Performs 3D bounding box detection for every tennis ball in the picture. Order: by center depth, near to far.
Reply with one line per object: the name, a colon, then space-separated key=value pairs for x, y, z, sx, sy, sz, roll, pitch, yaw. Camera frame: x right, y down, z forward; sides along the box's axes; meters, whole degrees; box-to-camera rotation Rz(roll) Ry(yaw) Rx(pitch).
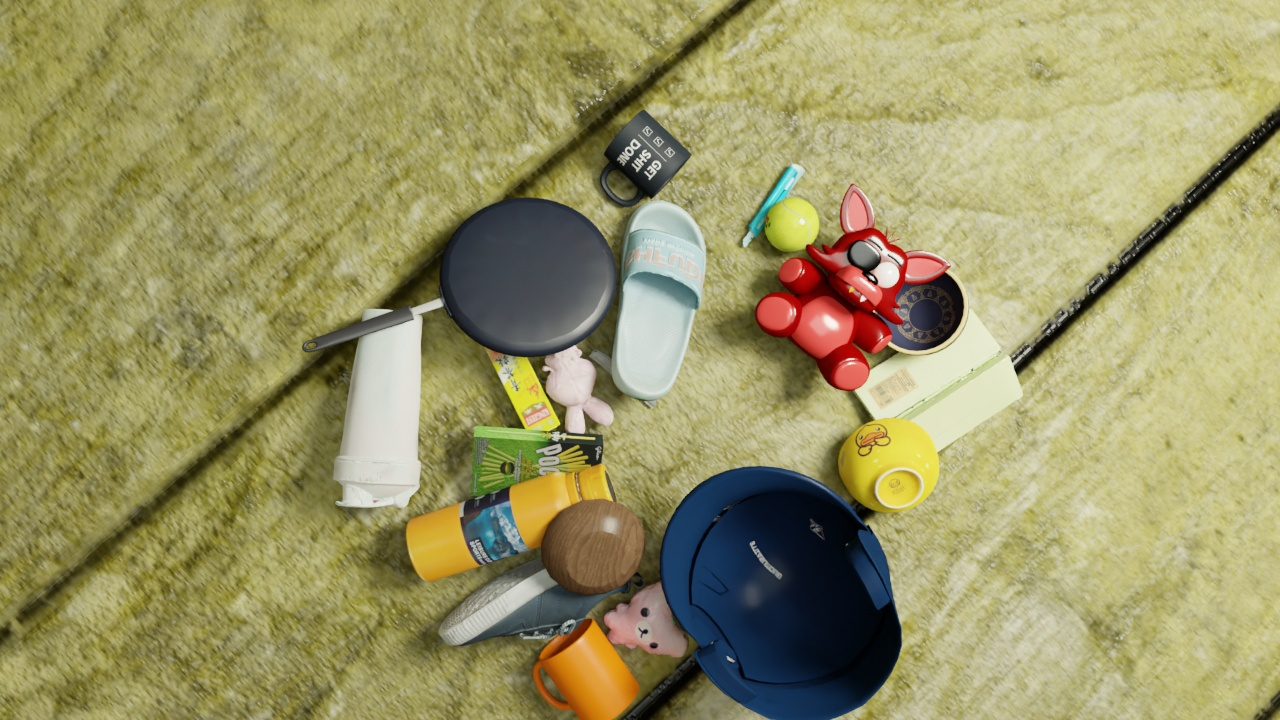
tennis ball: x=0.183 y=-0.163 z=1.106 sx=0.065 sy=0.065 sz=0.065 roll=0 pitch=89 yaw=-7

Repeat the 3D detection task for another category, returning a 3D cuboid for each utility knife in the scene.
utility knife: x=0.161 y=-0.190 z=1.131 sx=0.022 sy=0.015 sz=0.123 roll=36 pitch=87 yaw=-35

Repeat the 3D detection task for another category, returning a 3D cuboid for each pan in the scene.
pan: x=-0.198 y=-0.072 z=1.018 sx=0.356 sy=0.021 sz=0.198 roll=-20 pitch=72 yaw=-12

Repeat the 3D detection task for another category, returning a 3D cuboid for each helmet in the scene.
helmet: x=0.148 y=0.235 z=1.016 sx=0.232 sy=0.223 sz=0.272 roll=-39 pitch=103 yaw=8

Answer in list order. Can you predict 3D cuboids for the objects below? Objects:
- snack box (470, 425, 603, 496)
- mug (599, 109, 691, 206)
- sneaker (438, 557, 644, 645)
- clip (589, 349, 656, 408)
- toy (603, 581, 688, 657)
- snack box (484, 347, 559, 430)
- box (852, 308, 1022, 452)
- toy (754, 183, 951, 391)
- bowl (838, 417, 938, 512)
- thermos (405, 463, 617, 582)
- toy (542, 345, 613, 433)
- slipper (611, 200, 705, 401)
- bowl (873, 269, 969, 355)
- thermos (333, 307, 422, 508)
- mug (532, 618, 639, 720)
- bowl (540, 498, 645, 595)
snack box: x=-0.121 y=0.122 z=1.071 sx=0.147 sy=0.025 sz=0.080 roll=5 pitch=115 yaw=-6
mug: x=-0.002 y=-0.232 z=1.091 sx=0.077 sy=0.071 sz=0.105 roll=43 pitch=112 yaw=-4
sneaker: x=-0.112 y=0.281 z=1.059 sx=0.235 sy=0.089 sz=0.087 roll=-24 pitch=96 yaw=-10
clip: x=-0.007 y=0.007 z=1.101 sx=0.101 sy=0.040 sz=0.054 roll=39 pitch=98 yaw=-5
toy: x=0.004 y=0.310 z=1.085 sx=0.096 sy=0.052 sz=0.099 roll=-11 pitch=103 yaw=5
snack box: x=-0.145 y=0.019 z=1.085 sx=0.040 sy=0.029 sz=0.148 roll=-27 pitch=92 yaw=-6
box: x=0.370 y=0.036 z=1.137 sx=0.187 sy=0.047 sz=0.141 roll=-30 pitch=90 yaw=-6
toy: x=0.244 y=-0.081 z=1.072 sx=0.158 sy=0.120 sz=0.197 roll=39 pitch=97 yaw=-2
bowl: x=0.300 y=0.134 z=1.091 sx=0.117 sy=0.067 sz=0.117 roll=0 pitch=116 yaw=0
thermos: x=-0.140 y=0.186 z=1.044 sx=0.233 sy=0.076 sz=0.091 roll=-19 pitch=131 yaw=4
toy: x=-0.077 y=0.036 z=1.085 sx=0.063 sy=0.047 sz=0.110 roll=-22 pitch=98 yaw=-3
slipper: x=0.024 y=-0.074 z=1.065 sx=0.104 sy=0.074 sz=0.245 roll=13 pitch=72 yaw=-9
bowl: x=0.344 y=-0.059 z=1.119 sx=0.113 sy=0.061 sz=0.112 roll=-4 pitch=82 yaw=26
thermos: x=-0.288 y=0.056 z=1.040 sx=0.099 sy=0.099 sz=0.220 roll=5 pitch=84 yaw=-6
mug: x=-0.073 y=0.371 z=1.070 sx=0.113 sy=0.077 sz=0.096 roll=-33 pitch=93 yaw=22
bowl: x=-0.049 y=0.210 z=1.000 sx=0.117 sy=0.030 sz=0.118 roll=-3 pitch=108 yaw=-10
